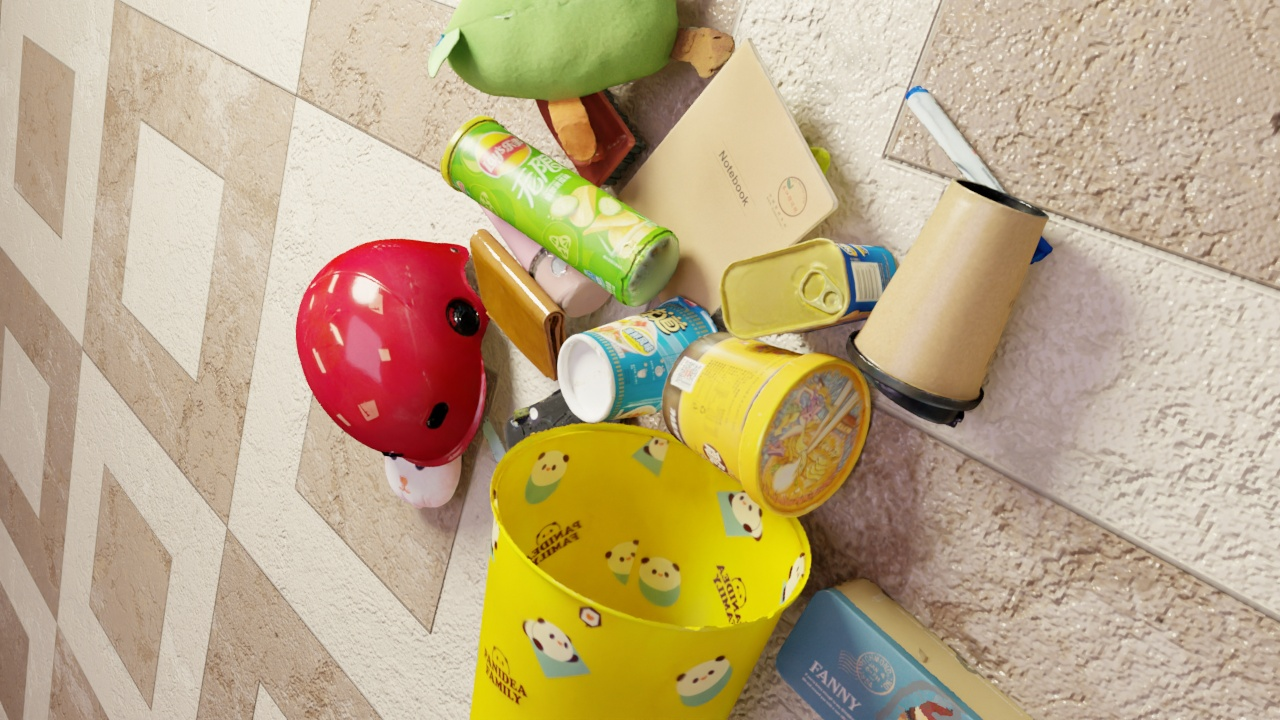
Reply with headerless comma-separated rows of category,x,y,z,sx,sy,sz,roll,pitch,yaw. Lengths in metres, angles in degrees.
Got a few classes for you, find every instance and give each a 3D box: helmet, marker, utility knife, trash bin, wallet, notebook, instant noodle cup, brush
helmet,-0.263,-0.013,0.927,0.207,0.143,0.239,-36,60,31
marker,0.219,-0.124,0.602,0.017,0.016,0.145,-44,65,35
utility knife,-0.114,0.151,0.921,0.034,0.018,0.218,-44,66,37
trash bin,-0.020,0.214,0.695,0.230,0.229,0.256,34,121,35
wallet,-0.112,-0.043,0.855,0.130,0.035,0.119,46,158,31
notebook,0.056,-0.125,0.725,0.208,0.008,0.147,-42,67,50
instant noodle cup,0.086,0.038,0.674,0.114,0.118,0.118,26,110,45
brush,-0.060,-0.224,0.810,0.063,0.069,0.145,-45,65,34
instant noodle cup,-0.004,0.004,0.741,0.099,0.109,0.099,19,115,47

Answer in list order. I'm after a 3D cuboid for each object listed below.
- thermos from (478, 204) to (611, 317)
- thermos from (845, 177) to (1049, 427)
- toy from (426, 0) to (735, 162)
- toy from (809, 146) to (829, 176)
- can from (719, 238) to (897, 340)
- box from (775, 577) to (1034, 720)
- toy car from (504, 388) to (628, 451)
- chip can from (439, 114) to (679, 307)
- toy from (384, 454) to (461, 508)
thermos,-0.090,-0.133,0.853,0.087,0.067,0.198,-40,63,4
thermos,0.194,-0.037,0.579,0.093,0.092,0.143,38,119,34
toy,-0.050,-0.275,0.745,0.247,0.090,0.227,-7,82,10
toy,0.102,-0.145,0.696,0.097,0.031,0.100,-32,74,47
can,0.121,-0.049,0.652,0.102,0.083,0.057,-12,86,42
box,0.179,0.232,0.639,0.184,0.060,0.090,37,116,32
toy car,-0.073,0.063,0.862,0.159,0.042,0.070,-25,77,40
chip can,-0.068,-0.126,0.773,0.221,0.072,0.073,35,116,20
toy,-0.236,0.083,1.008,0.121,0.054,0.159,10,92,41
